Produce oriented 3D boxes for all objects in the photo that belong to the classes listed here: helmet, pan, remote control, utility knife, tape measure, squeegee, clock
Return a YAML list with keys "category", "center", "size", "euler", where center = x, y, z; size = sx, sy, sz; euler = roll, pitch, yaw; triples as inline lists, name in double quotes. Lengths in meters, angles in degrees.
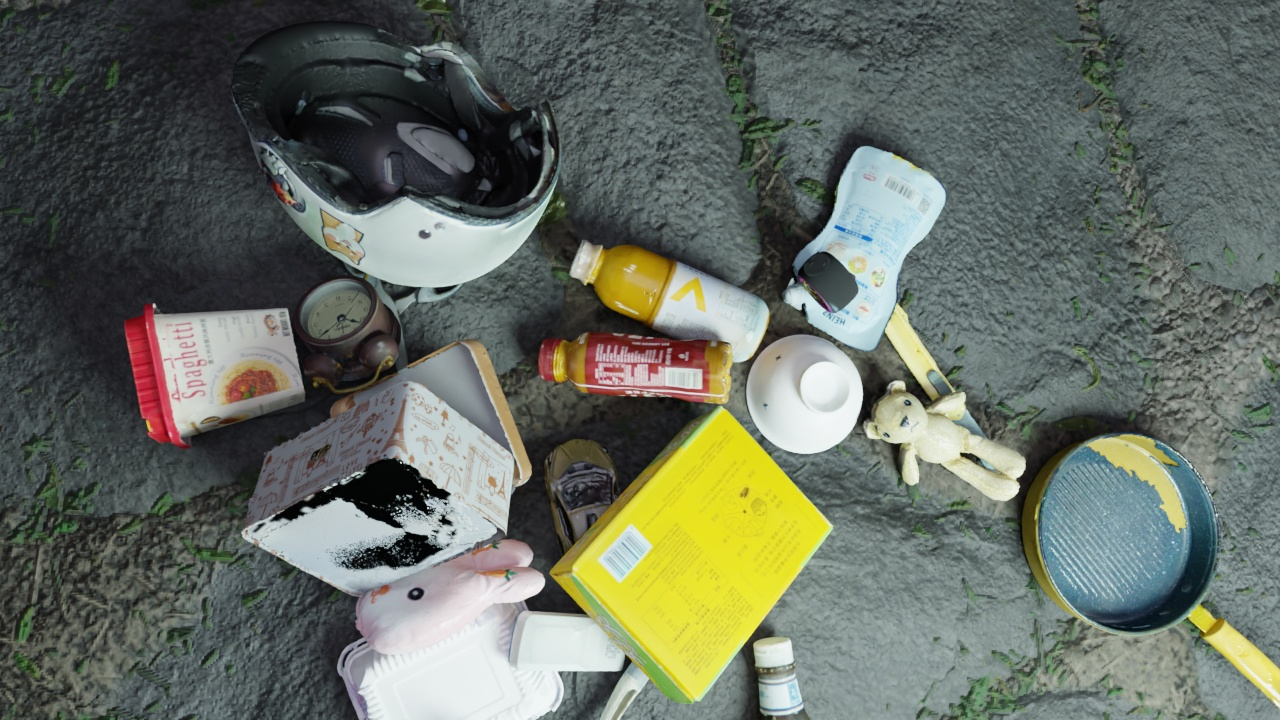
- category: "helmet"
  center: [-0.208, -0.160, 0.792]
  size: [0.274, 0.157, 0.229]
  euler: [27, 47, 9]
- category: "pan"
  center: [0.532, 0.230, 0.899]
  size: [0.197, 0.078, 0.357]
  euler: [-40, 90, -10]
- category: "remote control"
  center: [-0.060, 0.249, 0.809]
  size: [0.124, 0.024, 0.049]
  euler: [18, 80, -44]
- category: "utility knife"
  center: [0.298, 0.023, 0.925]
  size: [0.031, 0.022, 0.216]
  euler: [-34, 94, -5]
- category: "tape measure"
  center: [0.178, -0.076, 0.865]
  size: [0.039, 0.057, 0.058]
  euler: [-40, 84, 2]
- category: "squeegee"
  center: [-0.007, 0.297, 0.830]
  size: [0.246, 0.039, 0.246]
  euler: [41, 68, -26]
- category: "clock"
  center: [-0.253, -0.020, 0.795]
  size: [0.082, 0.055, 0.121]
  euler: [-17, 56, -4]

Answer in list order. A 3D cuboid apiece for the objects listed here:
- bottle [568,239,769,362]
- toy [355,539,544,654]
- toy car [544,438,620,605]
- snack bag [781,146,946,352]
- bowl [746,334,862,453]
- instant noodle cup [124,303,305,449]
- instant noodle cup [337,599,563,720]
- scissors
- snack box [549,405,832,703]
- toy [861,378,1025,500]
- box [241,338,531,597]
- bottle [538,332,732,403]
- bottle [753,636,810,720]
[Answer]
- category: "bottle"
  center: [0.026, -0.060, 0.865]
  size: [0.189, 0.068, 0.068]
  euler: [23, 81, -5]
- category: "toy"
  center: [-0.165, 0.196, 0.788]
  size: [0.159, 0.121, 0.054]
  euler: [-17, 111, -15]
- category: "toy car"
  center: [-0.047, 0.149, 0.846]
  size: [0.070, 0.042, 0.158]
  euler: [-13, 83, -10]
- category: "snack bag"
  center: [0.223, -0.112, 0.915]
  size: [0.110, 0.039, 0.191]
  euler: [29, 83, -6]
- category: "bowl"
  center: [0.166, 0.029, 0.877]
  size: [0.118, 0.065, 0.118]
  euler: [1, 84, -8]
- category: "instant noodle cup"
  center: [-0.358, 0.007, 0.785]
  size: [0.124, 0.117, 0.116]
  euler: [-12, 85, -21]
- category: "instant noodle cup"
  center: [-0.166, 0.284, 0.803]
  size: [0.173, 0.060, 0.138]
  euler: [-24, 88, -9]
- category: "scissors"
  center: [-0.228, -0.046, 0.857]
  size: [0.159, 0.014, 0.179]
  euler: [-18, 89, -8]
- category: "snack box"
  center: [0.048, 0.168, 0.812]
  size: [0.157, 0.070, 0.209]
  euler: [47, 63, -4]
- category: "toy"
  center: [0.296, 0.081, 0.889]
  size: [0.157, 0.066, 0.105]
  euler: [29, 97, 4]
- category: "box"
  center: [-0.196, 0.075, 0.762]
  size: [0.183, 0.152, 0.174]
  euler: [-25, 43, 24]
- category: "bottle"
  center: [-0.005, 0.005, 0.842]
  size: [0.175, 0.057, 0.057]
  euler: [5, 82, 10]
- category: "bottle"
  center: [0.136, 0.357, 0.846]
  size: [0.080, 0.044, 0.194]
  euler: [-7, 84, -9]
